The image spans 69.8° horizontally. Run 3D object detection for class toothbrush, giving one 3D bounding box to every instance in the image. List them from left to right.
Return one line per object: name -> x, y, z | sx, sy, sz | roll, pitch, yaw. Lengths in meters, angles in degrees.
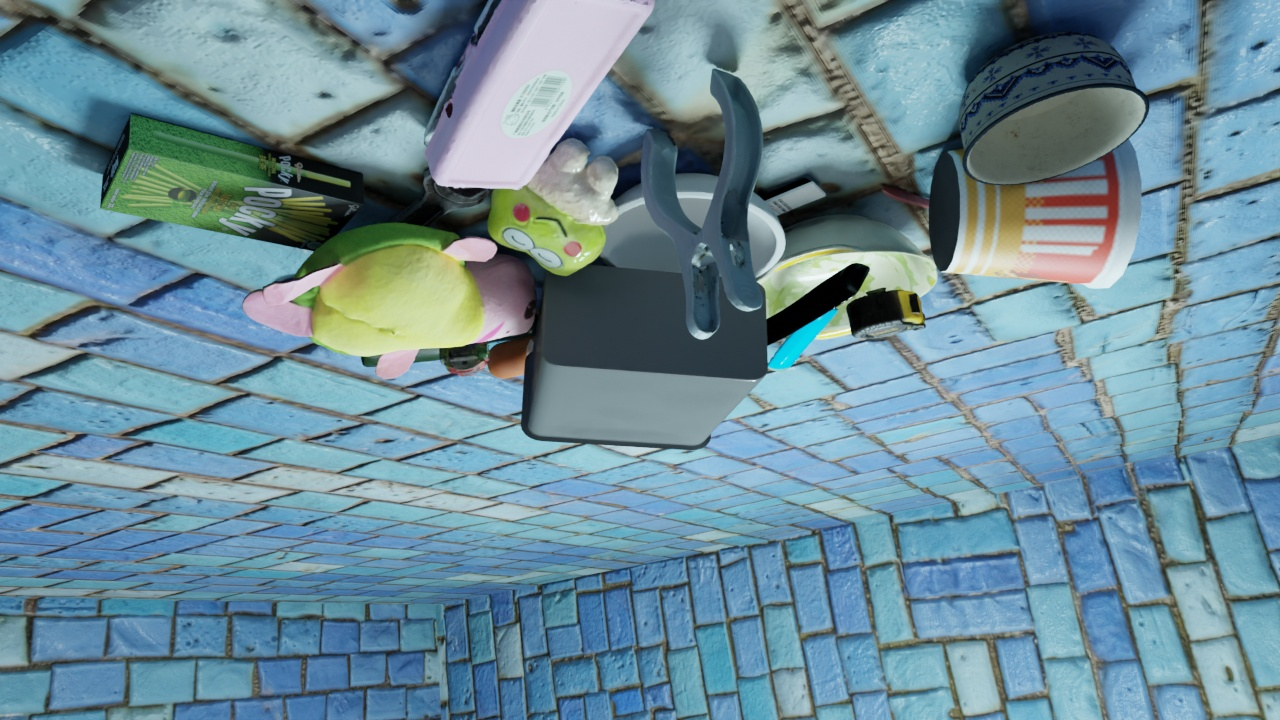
toothbrush -> 0.274, -0.131, 0.808 | 0.184, 0.015, 0.016 | 9, 152, -36

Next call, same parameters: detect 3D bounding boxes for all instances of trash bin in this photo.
trash bin -> -0.005, 0.005, 0.829 | 0.191, 0.097, 0.220 | 4, 160, -9

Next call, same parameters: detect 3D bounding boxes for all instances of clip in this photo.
clip -> 0.026, -0.092, 0.613 | 0.029, 0.172, 0.143 | 7, 165, -34

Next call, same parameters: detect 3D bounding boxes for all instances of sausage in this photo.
sausage -> -0.080, -0.012, 0.964 | 0.164, 0.039, 0.044 | -10, -158, 4

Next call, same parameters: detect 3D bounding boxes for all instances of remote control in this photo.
remote control -> 0.091, -0.123, 0.763 | 0.124, 0.011, 0.028 | -19, 158, 29
remote control -> 0.137, -0.043, 0.797 | 0.020, 0.041, 0.152 | 43, 143, -10

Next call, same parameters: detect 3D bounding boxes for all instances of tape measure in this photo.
tape measure -> 0.216, -0.043, 0.820 | 0.067, 0.038, 0.062 | -12, 169, 22

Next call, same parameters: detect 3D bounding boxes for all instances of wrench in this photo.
wrench -> -0.214, -0.090, 0.746 | 0.070, 0.010, 0.274 | 12, 153, -43

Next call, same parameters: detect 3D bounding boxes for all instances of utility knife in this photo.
utility knife -> 0.156, -0.021, 0.891 | 0.031, 0.015, 0.159 | -4, 160, -15

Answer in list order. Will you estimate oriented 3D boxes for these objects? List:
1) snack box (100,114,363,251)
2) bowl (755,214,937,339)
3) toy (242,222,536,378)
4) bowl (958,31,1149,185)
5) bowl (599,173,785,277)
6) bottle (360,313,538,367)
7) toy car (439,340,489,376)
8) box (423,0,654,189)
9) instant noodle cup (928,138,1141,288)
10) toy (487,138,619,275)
snack box -> -0.276, -0.116, 0.626 | 0.147, 0.025, 0.080 | 9, 155, -39
bowl -> 0.169, -0.082, 0.838 | 0.189, 0.060, 0.219 | -13, 159, 18
toy -> -0.179, -0.052, 0.714 | 0.237, 0.087, 0.191 | -4, 147, -39
bowl -> 0.269, -0.173, 0.616 | 0.115, 0.059, 0.116 | -7, 161, -3
bowl -> 0.039, -0.108, 0.727 | 0.149, 0.043, 0.150 | 2, 156, 1
bottle -> -0.177, -0.028, 0.871 | 0.174, 0.055, 0.055 | -5, 161, -18
toy car -> -0.157, -0.027, 0.820 | 0.042, 0.091, 0.036 | -7, 147, -1
box -> -0.066, -0.169, 0.545 | 0.086, 0.044, 0.203 | -2, 160, -31
instant noodle cup -> 0.297, -0.117, 0.714 | 0.121, 0.123, 0.123 | -1, 161, 4
toy -> -0.061, -0.113, 0.671 | 0.092, 0.046, 0.115 | 31, 135, -13
